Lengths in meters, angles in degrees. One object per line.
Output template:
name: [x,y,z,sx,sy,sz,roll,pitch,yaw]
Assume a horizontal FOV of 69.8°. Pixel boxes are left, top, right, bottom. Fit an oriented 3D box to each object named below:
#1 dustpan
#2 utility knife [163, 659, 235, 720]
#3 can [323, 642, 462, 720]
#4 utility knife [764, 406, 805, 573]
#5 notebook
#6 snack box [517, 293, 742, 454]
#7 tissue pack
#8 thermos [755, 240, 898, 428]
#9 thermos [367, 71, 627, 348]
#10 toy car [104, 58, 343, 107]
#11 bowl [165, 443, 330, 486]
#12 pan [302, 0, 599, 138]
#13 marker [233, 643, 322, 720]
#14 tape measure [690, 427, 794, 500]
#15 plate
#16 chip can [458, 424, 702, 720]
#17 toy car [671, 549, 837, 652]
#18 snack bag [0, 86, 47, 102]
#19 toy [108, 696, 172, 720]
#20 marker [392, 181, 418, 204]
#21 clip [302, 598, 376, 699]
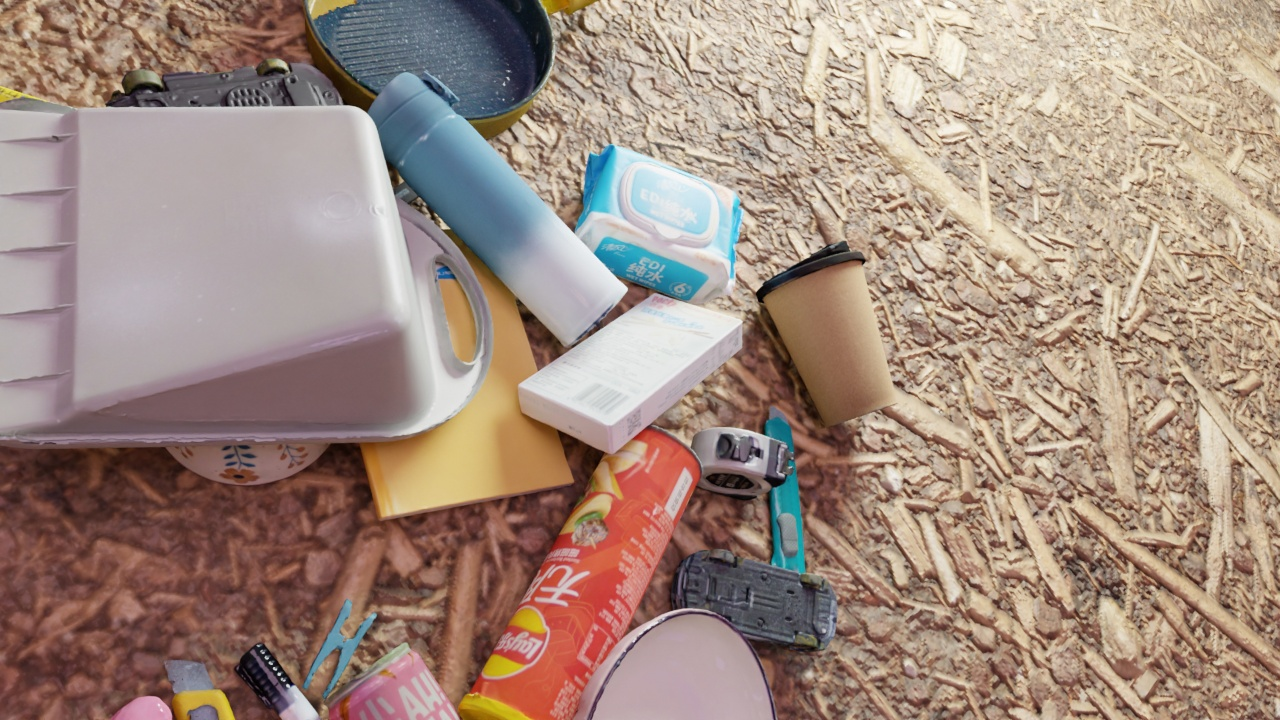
dustpan: [-0.220,-0.042,0.554,0.257,0.143,0.222,-11,62,-13]
utility knife: [-0.218,0.238,0.488,0.033,0.015,0.173,-18,75,-33]
can: [-0.113,0.235,0.512,0.057,0.058,0.147,-32,82,-33]
utility knife: [0.110,0.109,0.703,0.029,0.013,0.160,9,63,-21]
notebook: [-0.135,-0.001,0.626,0.145,0.010,0.206,-6,68,-40]
snack box: [-0.004,0.004,0.656,0.085,0.027,0.156,21,40,33]
tissue pack: [0.016,-0.109,0.734,0.140,0.063,0.089,19,60,-16]
thermos: [0.156,-0.022,0.747,0.092,0.093,0.143,-15,81,-30]
thermos: [-0.104,-0.108,0.659,0.220,0.070,0.070,47,56,-8]
toy car: [-0.285,-0.167,0.635,0.157,0.042,0.070,-18,75,-29]
bowl: [-0.237,0.013,0.560,0.113,0.062,0.113,10,61,-19]
pan: [-0.098,-0.295,0.762,0.356,0.078,0.197,-22,77,-31]
marker: [-0.182,0.215,0.515,0.022,0.018,0.130,-38,85,-8]
tape measure: [0.068,0.074,0.668,0.066,0.066,0.033,19,62,-17]
plate: [0.015,0.246,0.546,0.192,0.039,0.192,11,75,-47]
chip can: [-0.031,0.142,0.587,0.073,0.073,0.216,34,57,-6]
toy car: [0.081,0.169,0.645,0.120,0.037,0.054,16,63,-13]
snack bag: [-0.417,-0.091,0.523,0.246,0.068,0.157,16,60,-17]
toy: [-0.237,0.265,0.430,0.178,0.075,0.194,-19,79,-25]
marker: [-0.200,-0.099,0.659,0.018,0.015,0.123,46,55,-2]
clip: [-0.178,0.169,0.540,0.046,0.014,0.056,30,56,-12]
